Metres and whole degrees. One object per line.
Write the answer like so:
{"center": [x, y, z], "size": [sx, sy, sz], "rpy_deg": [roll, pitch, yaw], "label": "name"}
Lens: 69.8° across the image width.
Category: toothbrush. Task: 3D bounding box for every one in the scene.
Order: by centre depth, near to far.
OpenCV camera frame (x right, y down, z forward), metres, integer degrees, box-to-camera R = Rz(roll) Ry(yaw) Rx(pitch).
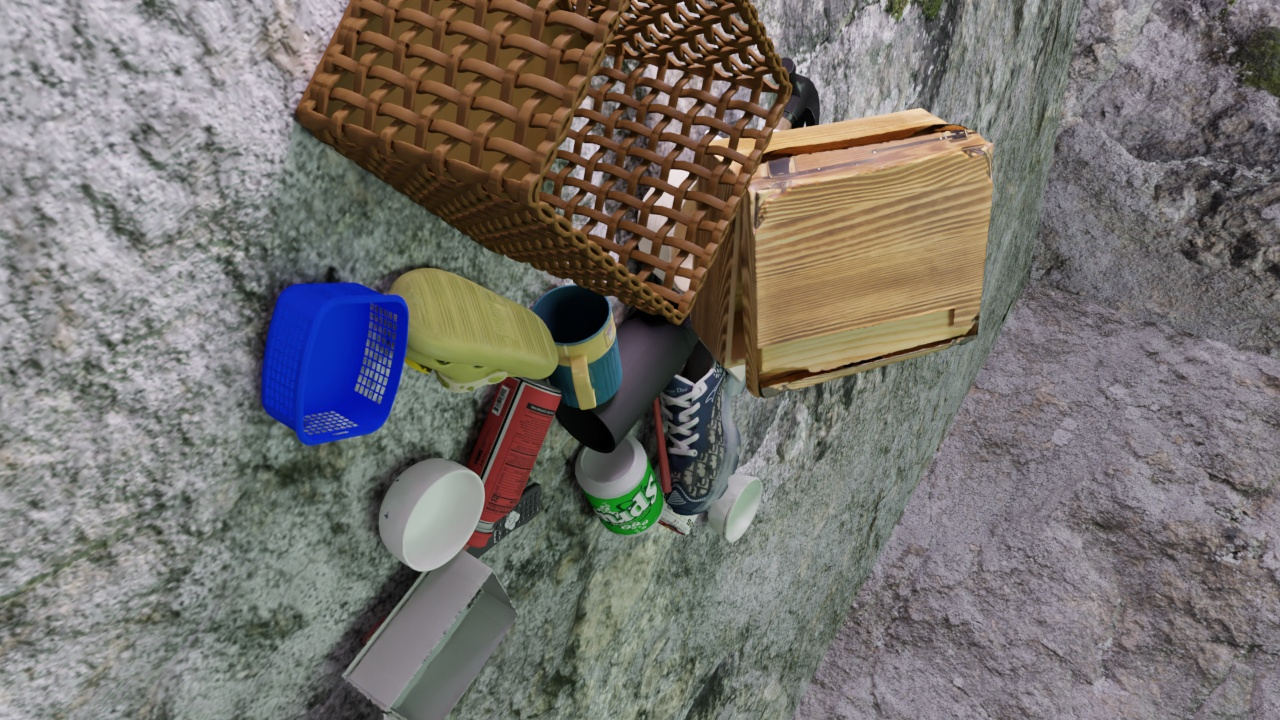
{"center": [-0.209, 0.221, 0.935], "size": [0.184, 0.016, 0.015], "rpy_deg": [-46, 145, -30], "label": "toothbrush"}
{"center": [0.025, 0.072, 1.154], "size": [0.016, 0.016, 0.190], "rpy_deg": [-22, 106, -78], "label": "toothbrush"}

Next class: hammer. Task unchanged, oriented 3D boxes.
{"center": [0.153, -0.230, 1.213], "size": [0.132, 0.040, 0.305], "rpy_deg": [28, 87, -59], "label": "hammer"}

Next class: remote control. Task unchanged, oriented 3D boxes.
{"center": [-0.152, 0.180, 1.017], "size": [0.124, 0.009, 0.046], "rpy_deg": [-32, 136, -47], "label": "remote control"}

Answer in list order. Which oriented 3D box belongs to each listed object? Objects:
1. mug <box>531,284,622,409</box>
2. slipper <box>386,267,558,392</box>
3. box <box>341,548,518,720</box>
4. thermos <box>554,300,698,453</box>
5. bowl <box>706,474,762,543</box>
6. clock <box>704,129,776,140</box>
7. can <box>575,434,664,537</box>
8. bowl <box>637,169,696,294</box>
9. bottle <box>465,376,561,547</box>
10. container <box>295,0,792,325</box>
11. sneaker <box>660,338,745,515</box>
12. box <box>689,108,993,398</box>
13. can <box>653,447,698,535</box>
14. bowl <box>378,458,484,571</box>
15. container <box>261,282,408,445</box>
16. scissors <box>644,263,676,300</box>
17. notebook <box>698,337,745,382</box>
{"center": [-0.062, -0.001, 0.938], "size": [0.107, 0.083, 0.113], "rpy_deg": [83, -3, -49], "label": "mug"}
{"center": [-0.155, -0.018, 0.807], "size": [0.082, 0.091, 0.190], "rpy_deg": [-34, 152, 26], "label": "slipper"}
{"center": [-0.232, 0.413, 0.852], "size": [0.167, 0.119, 0.477], "rpy_deg": [82, 18, -59], "label": "box"}
{"center": [-0.006, 0.006, 1.057], "size": [0.198, 0.086, 0.086], "rpy_deg": [-49, 147, -29], "label": "thermos"}
{"center": [0.147, 0.237, 1.519], "size": [0.117, 0.061, 0.118], "rpy_deg": [-40, 142, -41], "label": "bowl"}
{"center": [0.152, -0.209, 1.088], "size": [0.072, 0.161, 0.125], "rpy_deg": [-38, 141, -41], "label": "clock"}
{"center": [-0.024, 0.155, 1.136], "size": [0.087, 0.088, 0.140], "rpy_deg": [-54, 149, -23], "label": "can"}
{"center": [0.045, -0.157, 1.035], "size": [0.150, 0.075, 0.151], "rpy_deg": [-40, 143, -41], "label": "bowl"}
{"center": [-0.140, 0.102, 0.924], "size": [0.062, 0.062, 0.176], "rpy_deg": [20, 93, -62], "label": "bottle"}
{"center": [-0.057, -0.193, 0.684], "size": [0.219, 0.214, 0.251], "rpy_deg": [-65, 152, -3], "label": "container"}
{"center": [0.065, 0.062, 1.195], "size": [0.132, 0.103, 0.269], "rpy_deg": [34, 64, -49], "label": "sneaker"}
{"center": [0.212, -0.126, 0.975], "size": [0.278, 0.168, 0.245], "rpy_deg": [-12, 124, -16], "label": "box"}
{"center": [0.056, 0.174, 1.289], "size": [0.116, 0.087, 0.087], "rpy_deg": [-59, 151, -15], "label": "can"}
{"center": [-0.200, 0.138, 0.857], "size": [0.104, 0.054, 0.105], "rpy_deg": [-41, 145, -38], "label": "bowl"}
{"center": [-0.232, -0.002, 0.690], "size": [0.096, 0.058, 0.114], "rpy_deg": [-10, 119, -57], "label": "container"}
{"center": [0.036, -0.081, 1.142], "size": [0.154, 0.012, 0.163], "rpy_deg": [-59, 150, -11], "label": "scissors"}
{"center": [0.138, -0.098, 1.187], "size": [0.153, 0.012, 0.208], "rpy_deg": [46, 67, -36], "label": "notebook"}
